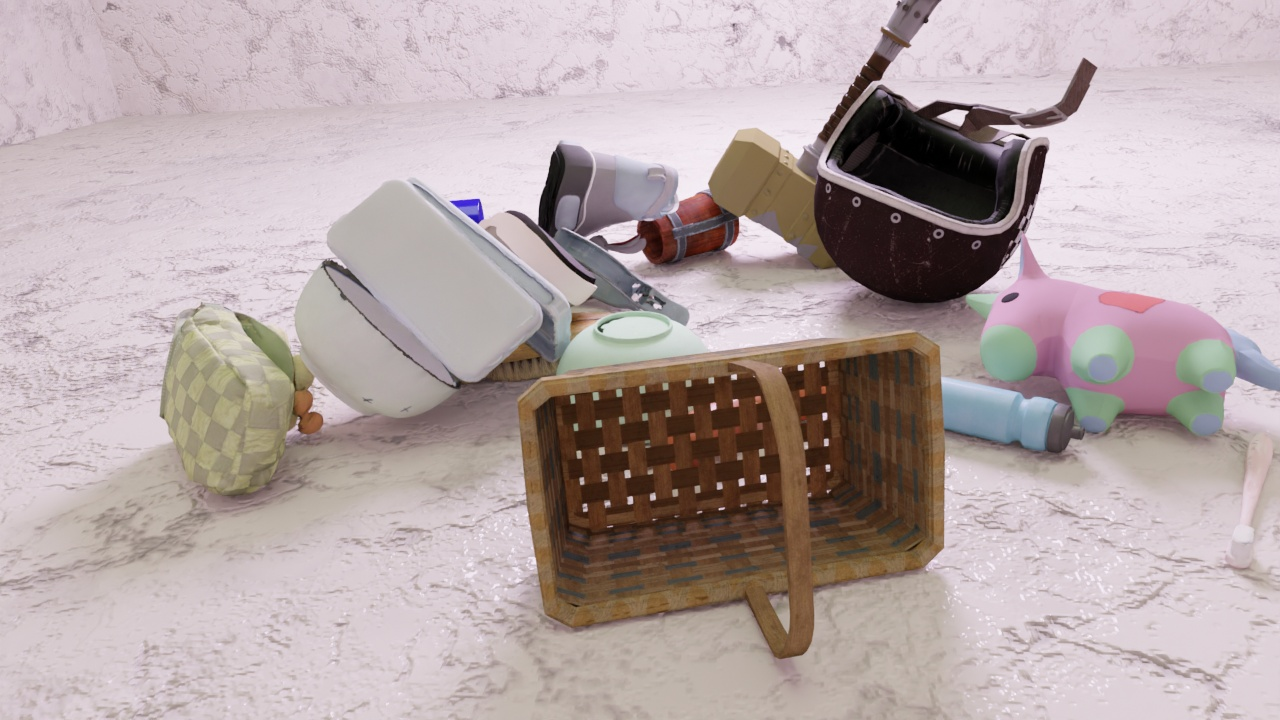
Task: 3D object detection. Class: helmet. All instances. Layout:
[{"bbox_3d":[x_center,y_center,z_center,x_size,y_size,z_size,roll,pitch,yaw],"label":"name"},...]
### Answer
[{"bbox_3d":[0.305,-0.183,0.947,0.233,0.254,0.233,31,15,30],"label":"helmet"}]

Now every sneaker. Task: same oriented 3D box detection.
[{"bbox_3d":[-0.042,-0.184,1.130,0.160,0.093,0.257,2,-12,-9],"label":"sneaker"},{"bbox_3d":[-0.144,-0.077,0.936,0.116,0.111,0.294,-52,25,-7],"label":"sneaker"}]

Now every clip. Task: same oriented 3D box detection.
[{"bbox_3d":[-0.040,-0.091,0.950,0.169,0.031,0.164,23,-10,38],"label":"clip"}]

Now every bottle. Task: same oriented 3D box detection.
[{"bbox_3d":[0.269,0.041,0.701,0.130,0.040,0.040,14,29,35],"label":"bottle"}]

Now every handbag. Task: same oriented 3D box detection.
[{"bbox_3d":[-0.316,0.035,0.744,0.116,0.113,0.186,6,19,-42],"label":"handbag"}]

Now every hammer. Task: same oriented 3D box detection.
[{"bbox_3d":[0.242,-0.294,1.082,0.190,0.326,0.100,31,25,-4],"label":"hammer"}]

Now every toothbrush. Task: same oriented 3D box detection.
[{"bbox_3d":[0.405,0.085,0.608,0.016,0.018,0.180,13,28,33],"label":"toothbrush"}]

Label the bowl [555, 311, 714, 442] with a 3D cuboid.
[{"bbox_3d":[-0.005,0.005,0.784,0.151,0.077,0.150,-2,23,1],"label":"bowl"}]

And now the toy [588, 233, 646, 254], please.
[{"bbox_3d":[-0.051,-0.135,1.092,0.112,0.030,0.049,-1,-5,12],"label":"toy"}]

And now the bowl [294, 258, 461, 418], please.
[{"bbox_3d":[-0.230,-0.006,0.772,0.073,0.153,0.153,-46,31,-1],"label":"bowl"}]

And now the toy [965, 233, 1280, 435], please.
[{"bbox_3d":[0.382,-0.016,0.742,0.222,0.120,0.170,3,34,17],"label":"toy"}]

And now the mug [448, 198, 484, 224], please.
[{"bbox_3d":[-0.255,-0.174,1.253,0.083,0.079,0.111,-5,-5,-3],"label":"mug"}]

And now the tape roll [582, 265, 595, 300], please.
[{"bbox_3d":[-0.082,-0.099,1.094,0.094,0.030,0.093,-3,23,1],"label":"tape roll"}]

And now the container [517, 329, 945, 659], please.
[{"bbox_3d":[0.059,0.069,0.533,0.250,0.157,0.186,-7,13,-8],"label":"container"}]

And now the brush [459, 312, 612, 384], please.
[{"bbox_3d":[-0.102,-0.012,0.878,0.195,0.043,0.059,-10,25,-13],"label":"brush"}]

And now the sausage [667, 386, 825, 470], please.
[{"bbox_3d":[0.082,0.045,0.721,0.164,0.039,0.044,-19,44,-31],"label":"sausage"}]

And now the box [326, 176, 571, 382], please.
[{"bbox_3d":[-0.163,-0.064,0.811,0.129,0.106,0.210,-40,69,-15],"label":"box"}]

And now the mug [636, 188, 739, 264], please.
[{"bbox_3d":[0.068,-0.170,1.163,0.111,0.081,0.117,-21,11,-27],"label":"mug"}]
